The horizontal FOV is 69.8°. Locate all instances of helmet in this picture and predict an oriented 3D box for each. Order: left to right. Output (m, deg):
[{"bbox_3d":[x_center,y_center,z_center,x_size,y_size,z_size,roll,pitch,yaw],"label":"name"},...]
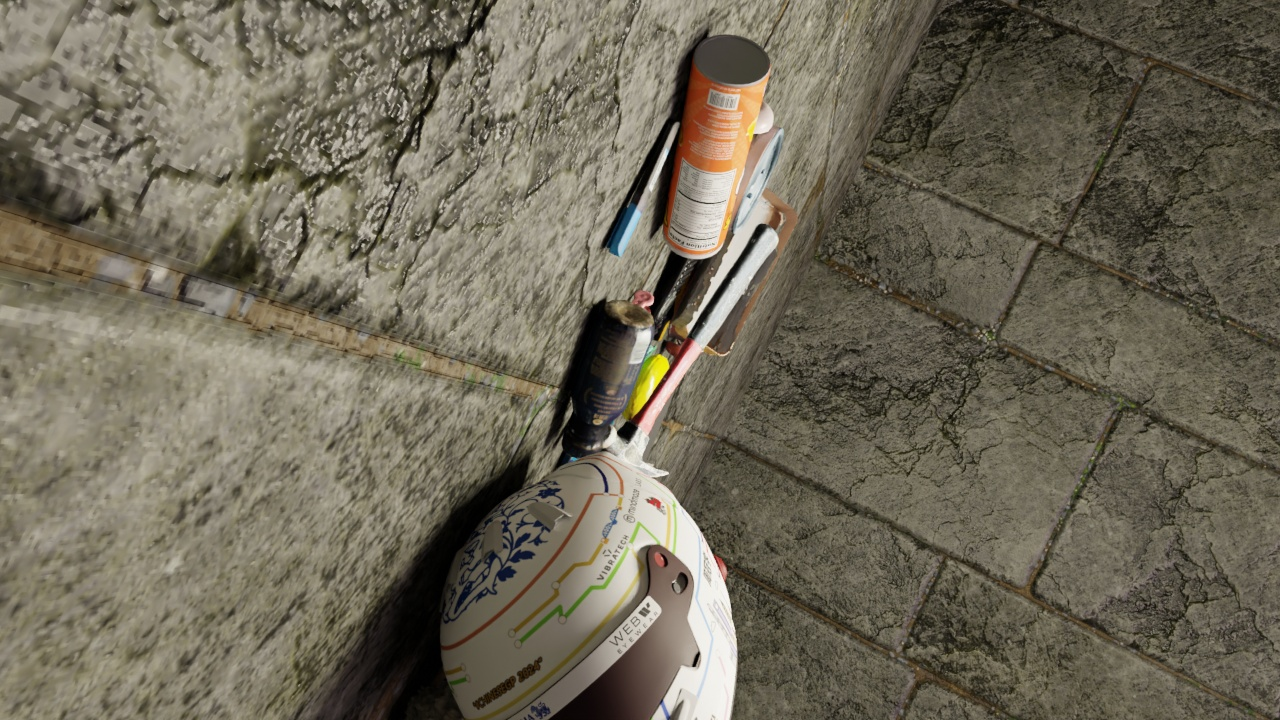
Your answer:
[{"bbox_3d":[-0.052,0.223,0.768,0.232,0.236,0.313,-39,-164,26],"label":"helmet"}]

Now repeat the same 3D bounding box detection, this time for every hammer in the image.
[{"bbox_3d":[0.063,-0.013,1.029,0.325,0.036,0.140,-56,146,-13],"label":"hammer"}]

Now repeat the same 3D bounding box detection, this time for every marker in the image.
[{"bbox_3d":[0.003,-0.143,0.757,0.123,0.015,0.018,-65,166,-3],"label":"marker"}]

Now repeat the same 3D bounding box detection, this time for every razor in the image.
[{"bbox_3d":[0.049,-0.088,1.081,0.144,0.021,0.044,-64,-175,-1],"label":"razor"}]

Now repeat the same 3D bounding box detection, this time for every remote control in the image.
[{"bbox_3d":[0.030,-0.075,1.029,0.141,0.021,0.045,-62,169,22],"label":"remote control"}]

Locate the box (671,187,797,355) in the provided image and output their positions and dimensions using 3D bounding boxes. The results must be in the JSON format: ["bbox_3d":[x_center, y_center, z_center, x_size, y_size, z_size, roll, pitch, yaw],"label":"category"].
[{"bbox_3d":[0.119,-0.119,1.109,0.094,0.121,0.217,14,-107,59],"label":"box"}]

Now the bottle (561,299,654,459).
[{"bbox_3d":[-0.034,0.022,0.858,0.056,0.056,0.161,-44,159,-59],"label":"bottle"}]

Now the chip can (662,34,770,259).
[{"bbox_3d":[0.062,-0.181,0.813,0.062,0.062,0.211,-56,167,-32],"label":"chip can"}]

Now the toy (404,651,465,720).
[{"bbox_3d":[-0.164,0.305,0.875,0.133,0.076,0.175,-35,-171,40],"label":"toy"}]

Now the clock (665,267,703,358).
[{"bbox_3d":[0.082,-0.050,1.221,0.157,0.062,0.109,-67,169,21],"label":"clock"}]

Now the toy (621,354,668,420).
[{"bbox_3d":[0.007,0.035,1.126,0.094,0.041,0.096,-60,171,-21],"label":"toy"}]

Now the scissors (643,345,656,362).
[{"bbox_3d":[0.003,-0.006,1.049,0.078,0.013,0.131,-49,178,28],"label":"scissors"}]

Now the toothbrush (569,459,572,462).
[{"bbox_3d":[-0.115,0.186,0.962,0.186,0.016,0.011,-61,177,1],"label":"toothbrush"}]

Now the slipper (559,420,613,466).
[{"bbox_3d":[-0.068,0.172,1.057,0.118,0.060,0.296,-44,158,-49],"label":"slipper"}]

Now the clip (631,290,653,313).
[{"bbox_3d":[-0.009,-0.043,0.925,0.059,0.022,0.039,-42,160,-48],"label":"clip"}]

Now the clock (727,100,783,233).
[{"bbox_3d":[0.097,-0.202,0.938,0.116,0.059,0.158,-62,169,-11],"label":"clock"}]
